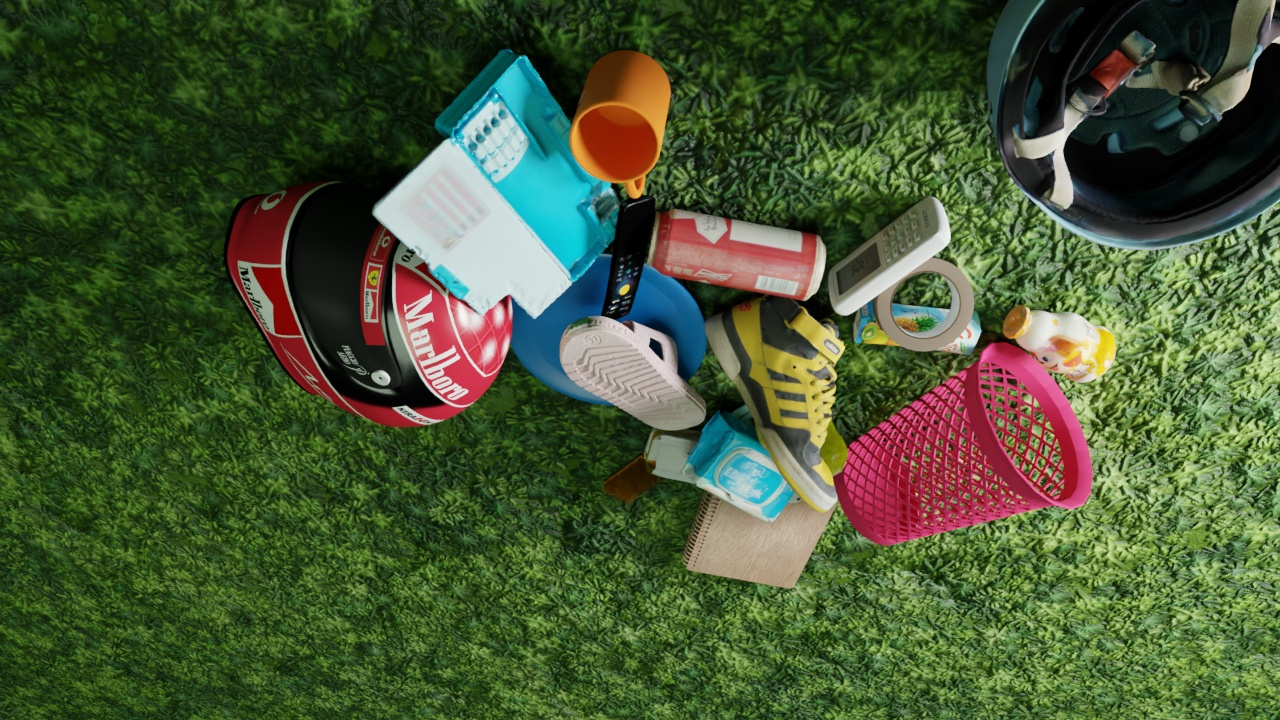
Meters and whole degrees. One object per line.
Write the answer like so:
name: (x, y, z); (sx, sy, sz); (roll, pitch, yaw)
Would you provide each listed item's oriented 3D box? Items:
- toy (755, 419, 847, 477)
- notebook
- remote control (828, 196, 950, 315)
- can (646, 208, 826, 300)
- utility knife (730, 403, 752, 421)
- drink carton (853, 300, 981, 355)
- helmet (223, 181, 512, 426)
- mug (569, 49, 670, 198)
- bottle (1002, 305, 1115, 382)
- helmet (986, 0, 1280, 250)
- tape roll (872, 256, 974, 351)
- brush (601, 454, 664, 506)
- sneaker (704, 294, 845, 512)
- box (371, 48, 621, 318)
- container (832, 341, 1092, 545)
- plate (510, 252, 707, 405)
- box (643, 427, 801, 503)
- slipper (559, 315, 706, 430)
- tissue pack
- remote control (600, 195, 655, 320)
toy: (0.188, 0.089, 1.050); (0.110, 0.089, 0.051); (48, 149, 17)
notebook: (0.155, 0.235, 1.258); (0.169, 0.022, 0.211); (10, 134, -3)
remote control: (0.240, -0.100, 0.894); (0.025, 0.060, 0.139); (31, 130, -25)
can: (0.094, -0.105, 0.908); (0.170, 0.067, 0.067); (10, 134, 0)
utility knife: (0.137, 0.052, 1.090); (0.022, 0.015, 0.121); (39, 125, -17)
drink carton: (0.291, -0.034, 0.964); (0.129, 0.038, 0.044); (6, 134, 4)
helmet: (-0.245, -0.055, 0.918); (0.225, 0.197, 0.271); (0, 135, 20)
mug: (-0.012, -0.201, 0.813); (0.078, 0.095, 0.113); (-6, 132, 15)
bottle: (0.427, -0.021, 0.939); (0.109, 0.063, 0.063); (21, 133, -12)
helmet: (0.384, -0.214, 0.687); (0.226, 0.166, 0.265); (-30, 121, 34)
tape roll: (0.282, -0.058, 0.919); (0.094, 0.030, 0.094); (1, 103, 5)
brush: (0.005, 0.147, 1.198); (0.048, 0.017, 0.127); (33, 130, -22)
sneaker: (0.174, 0.033, 0.962); (0.122, 0.085, 0.238); (-31, 88, 22)
box: (-0.116, -0.133, 0.820); (0.181, 0.039, 0.227); (-48, 144, -6)
container: (0.340, 0.112, 1.017); (0.183, 0.182, 0.226); (33, 137, -21)
plate: (-0.037, -0.036, 1.025); (0.224, 0.024, 0.225); (5, 134, 5)
box: (0.110, 0.126, 1.148); (0.210, 0.044, 0.066); (12, 115, -5)
slipper: (-0.006, 0.006, 1.000); (0.094, 0.064, 0.239); (-17, 146, 26)
tissue pack: (0.126, 0.129, 1.091); (0.144, 0.061, 0.093); (28, 110, -13)
remote control: (-0.016, -0.099, 0.921); (0.020, 0.041, 0.152); (43, 139, 30)
